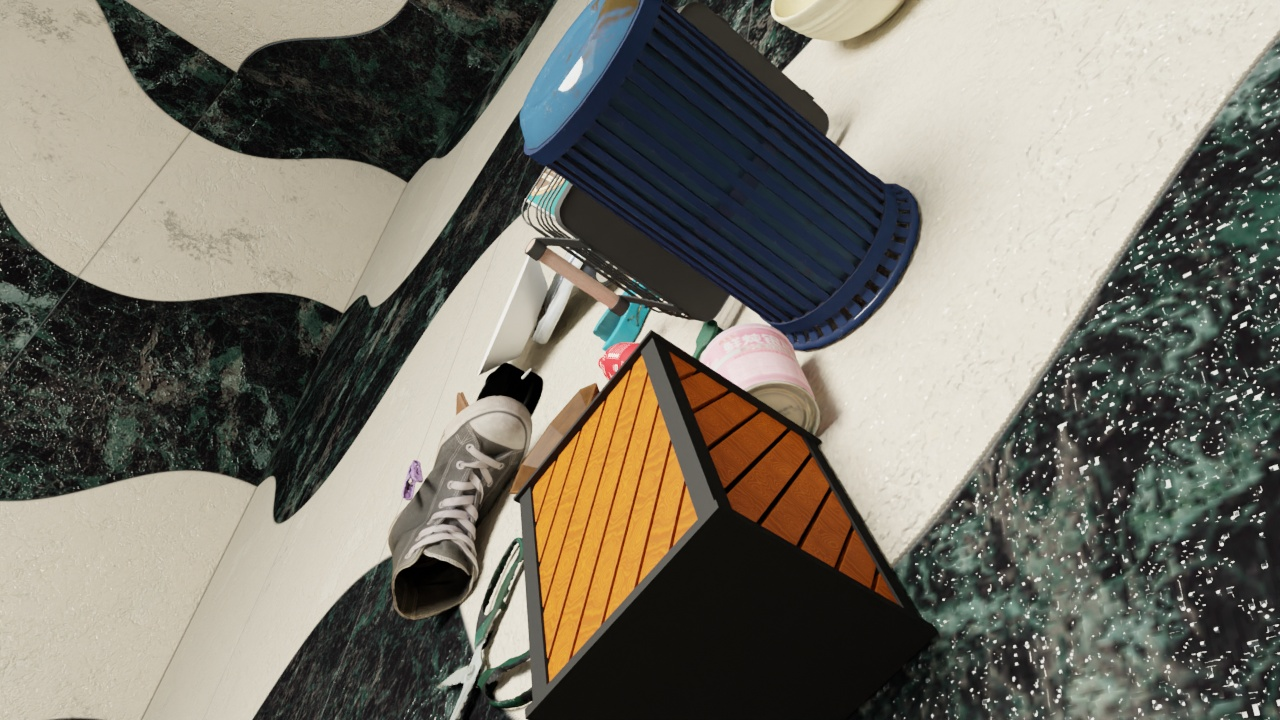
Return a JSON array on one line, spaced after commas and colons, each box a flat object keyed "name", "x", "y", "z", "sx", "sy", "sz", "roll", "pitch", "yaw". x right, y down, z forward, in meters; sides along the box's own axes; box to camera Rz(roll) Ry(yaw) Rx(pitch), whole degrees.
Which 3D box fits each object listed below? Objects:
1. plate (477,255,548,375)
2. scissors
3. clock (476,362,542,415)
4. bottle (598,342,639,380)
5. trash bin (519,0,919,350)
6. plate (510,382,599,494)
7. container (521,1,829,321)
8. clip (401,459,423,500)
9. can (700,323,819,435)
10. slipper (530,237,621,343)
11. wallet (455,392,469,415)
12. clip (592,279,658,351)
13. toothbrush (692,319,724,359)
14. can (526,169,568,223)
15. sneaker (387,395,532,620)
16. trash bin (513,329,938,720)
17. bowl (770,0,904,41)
[{"name": "plate", "x": -0.148, "y": -0.055, "z": 1.119, "sx": 0.174, "sy": 0.036, "sz": 0.174, "roll": -158, "pitch": 91, "yaw": -80}, {"name": "scissors", "x": -0.117, "y": 0.241, "z": 0.790, "sx": 0.206, "sy": 0.015, "sz": 0.201, "roll": -20, "pitch": 43, "yaw": 53}, {"name": "clock", "x": -0.164, "y": 0.049, "z": 1.084, "sx": 0.121, "sy": 0.042, "sz": 0.091, "roll": -17, "pitch": 46, "yaw": 57}, {"name": "bottle", "x": -0.005, "y": 0.005, "z": 0.824, "sx": 0.042, "sy": 0.042, "sz": 0.142, "roll": -63, "pitch": 23, "yaw": -11}, {"name": "trash bin", "x": 0.050, "y": -0.128, "z": 0.616, "sx": 0.140, "sy": 0.249, "sz": 0.139, "roll": -44, "pitch": 27, "yaw": 29}, {"name": "plate", "x": -0.072, "y": 0.080, "z": 0.858, "sx": 0.131, "sy": 0.025, "sz": 0.131, "roll": -50, "pitch": 11, "yaw": 13}, {"name": "container", "x": 0.023, "y": -0.162, "z": 0.781, "sx": 0.241, "sy": 0.162, "sz": 0.130, "roll": -59, "pitch": 23, "yaw": -4}, {"name": "clip", "x": -0.237, "y": 0.122, "z": 0.954, "sx": 0.029, "sy": 0.013, "sz": 0.050, "roll": -55, "pitch": 23, "yaw": 16}, {"name": "can", "x": 0.078, "y": 0.021, "z": 0.610, "sx": 0.067, "sy": 0.067, "sz": 0.076, "roll": -48, "pitch": 26, "yaw": 22}, {"name": "slipper", "x": -0.055, "y": -0.112, "z": 1.050, "sx": 0.265, "sy": 0.063, "sz": 0.111, "roll": -54, "pitch": 17, "yaw": 41}, {"name": "wallet", "x": -0.194, "y": 0.100, "z": 1.050, "sx": 0.121, "sy": 0.013, "sz": 0.087, "roll": -132, "pitch": 44, "yaw": -55}, {"name": "clip", "x": -0.009, "y": -0.065, "z": 0.944, "sx": 0.130, "sy": 0.030, "sz": 0.120, "roll": -61, "pitch": 19, "yaw": -7}, {"name": "toothbrush", "x": 0.022, "y": 0.052, "z": 0.748, "sx": 0.016, "sy": 0.017, "sz": 0.189, "roll": 18, "pitch": 78, "yaw": 48}, {"name": "can", "x": -0.068, "y": -0.239, "z": 1.179, "sx": 0.144, "sy": 0.099, "sz": 0.099, "roll": -57, "pitch": 23, "yaw": 3}, {"name": "sneaker", "x": -0.183, "y": 0.149, "z": 0.940, "sx": 0.235, "sy": 0.095, "sz": 0.119, "roll": -50, "pitch": 27, "yaw": 11}, {"name": "trash bin", "x": 0.031, "y": 0.107, "z": 0.502, "sx": 0.140, "sy": 0.139, "sz": 0.171, "roll": -51, "pitch": 24, "yaw": 17}, {"name": "bowl", "x": 0.195, "y": -0.345, "z": 0.819, "sx": 0.151, "sy": 0.075, "sz": 0.150, "roll": -43, "pitch": 28, "yaw": 29}]
